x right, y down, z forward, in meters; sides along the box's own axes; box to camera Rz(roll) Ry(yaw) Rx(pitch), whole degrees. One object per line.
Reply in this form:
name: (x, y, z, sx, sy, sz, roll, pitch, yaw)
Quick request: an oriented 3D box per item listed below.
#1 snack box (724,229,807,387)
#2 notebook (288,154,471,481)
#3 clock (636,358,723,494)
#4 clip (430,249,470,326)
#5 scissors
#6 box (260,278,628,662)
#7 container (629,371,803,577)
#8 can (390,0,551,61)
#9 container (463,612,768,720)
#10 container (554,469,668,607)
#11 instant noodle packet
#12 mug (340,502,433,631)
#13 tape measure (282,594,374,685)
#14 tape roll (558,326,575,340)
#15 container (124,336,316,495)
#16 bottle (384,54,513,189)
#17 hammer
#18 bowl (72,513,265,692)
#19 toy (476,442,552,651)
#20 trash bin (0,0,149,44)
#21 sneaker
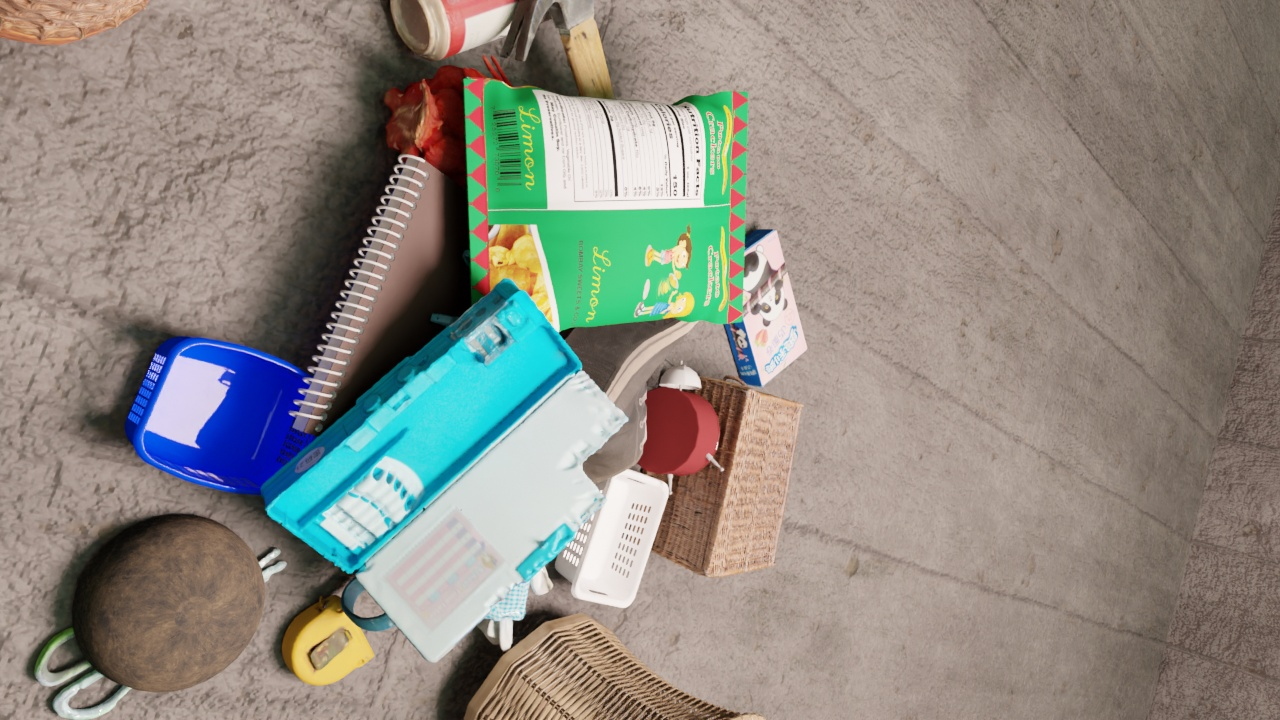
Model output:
snack box: (0.131, -0.058, 1.013, 0.087, 0.033, 0.154, -36, 119, -32)
notebook: (-0.160, -0.025, 0.702, 0.171, 0.022, 0.209, 33, 75, -53)
clock: (0.029, 0.059, 0.889, 0.044, 0.087, 0.124, 15, 52, -54)
clip: (-0.116, -0.018, 0.727, 0.126, 0.028, 0.113, 29, 80, -55)
scissors: (-0.334, 0.183, 0.654, 0.175, 0.033, 0.072, -35, 116, -37)
box: (-0.126, 0.076, 0.663, 0.227, 0.074, 0.181, -42, 108, -7)
container: (0.082, 0.115, 0.946, 0.112, 0.114, 0.198, 11, 91, -46)
can: (-0.114, -0.294, 0.730, 0.169, 0.067, 0.067, -35, 119, -33)
container: (-0.027, 0.356, 0.806, 0.226, 0.196, 0.227, -27, 130, -38)
container: (-0.032, 0.168, 0.896, 0.080, 0.050, 0.129, 25, 81, -41)
instant noodle packet: (-0.017, -0.116, 0.727, 0.252, 0.090, 0.196, -7, 104, -31)
mug: (-0.183, 0.165, 0.724, 0.112, 0.104, 0.084, -46, 124, -27)
tape measure: (-0.250, 0.224, 0.725, 0.058, 0.030, 0.068, -35, 119, -34)
tape roll: (-0.095, -0.052, 0.814, 0.093, 0.030, 0.094, -8, 103, -41)
container: (-0.289, 0.037, 0.638, 0.114, 0.058, 0.096, 27, 79, -41)
bottle: (-0.136, -0.184, 0.710, 0.111, 0.099, 0.099, 13, 89, -42)
hammer: (-0.026, -0.183, 0.807, 0.132, 0.033, 0.331, -40, 135, -25)
bowl: (-0.313, 0.169, 0.627, 0.121, 0.056, 0.121, 2, 87, -41)
toy: (-0.099, 0.162, 0.812, 0.105, 0.131, 0.205, -11, 118, -61)
trash bin: (-0.301, -0.254, 0.474, 0.151, 0.210, 0.151, -9, 104, -41)
sneaker: (-0.005, 0.005, 0.847, 0.234, 0.095, 0.120, -54, 152, -27)
